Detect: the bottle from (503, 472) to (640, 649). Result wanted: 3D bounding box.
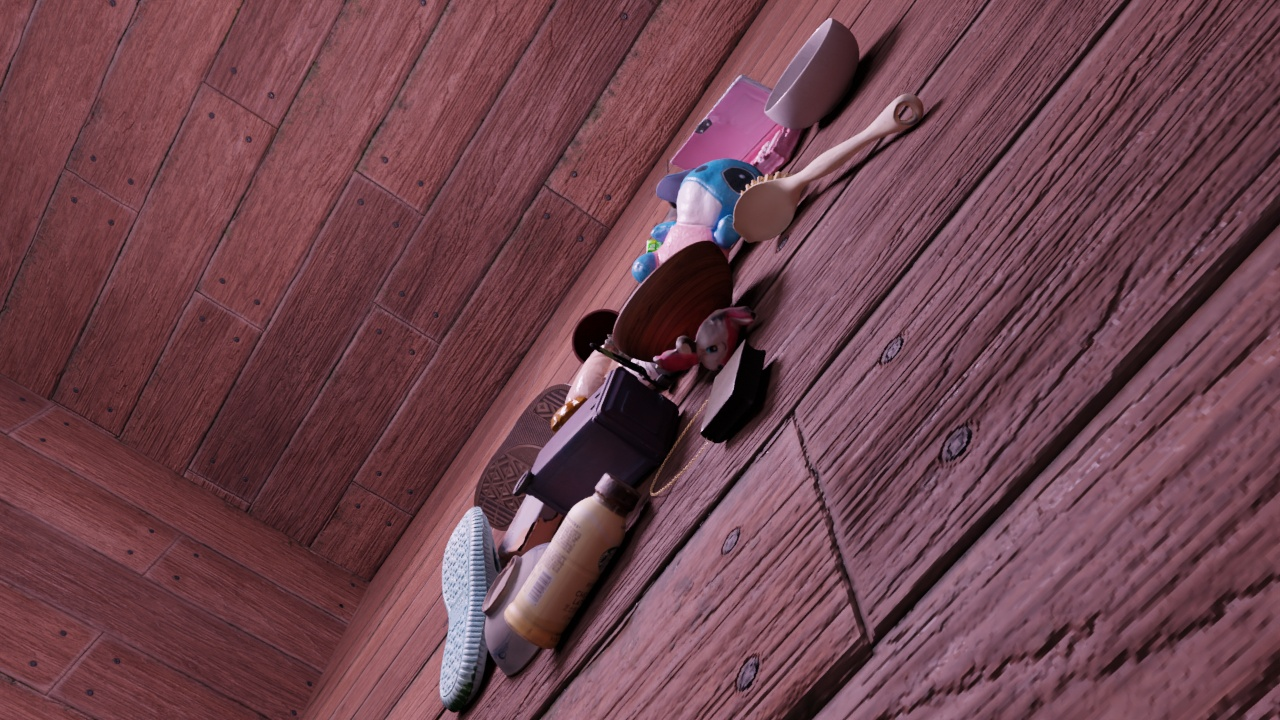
[{"bbox_3d":[-0.059,0.180,0.836,0.162,0.056,0.056,-57,10,-2],"label":"bottle"}]

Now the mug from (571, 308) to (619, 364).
[{"bbox_3d":[-0.041,-0.005,1.292,0.088,0.087,0.114,48,-146,-67],"label":"mug"}]

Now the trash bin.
[{"bbox_3d":[-0.041,0.093,0.924,0.161,0.094,0.092,-46,15,36],"label":"trash bin"}]

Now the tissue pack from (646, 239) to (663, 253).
[{"bbox_3d":[0.025,-0.120,1.300,0.114,0.034,0.100,-85,-6,-74],"label":"tissue pack"}]

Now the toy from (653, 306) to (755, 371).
[{"bbox_3d":[0.064,-0.011,0.871,0.102,0.050,0.065,-29,-12,-3],"label":"toy"}]

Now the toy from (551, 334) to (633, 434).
[{"bbox_3d":[-0.052,0.041,1.133,0.175,0.076,0.133,-49,-8,-49],"label":"toy"}]

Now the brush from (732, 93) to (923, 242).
[{"bbox_3d":[0.175,-0.186,0.887,0.273,0.062,0.077,-29,34,61],"label":"brush"}]

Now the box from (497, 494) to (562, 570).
[{"bbox_3d":[-0.124,0.178,1.205,0.215,0.063,0.157,-64,1,-32],"label":"box"}]

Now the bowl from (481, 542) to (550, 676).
[{"bbox_3d":[-0.122,0.242,0.941,0.151,0.057,0.150,-55,10,14],"label":"bowl"}]

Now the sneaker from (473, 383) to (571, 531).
[{"bbox_3d":[-0.158,0.140,1.377,0.245,0.091,0.097,-60,-9,5],"label":"sneaker"}]

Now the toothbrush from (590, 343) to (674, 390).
[{"bbox_3d":[-0.006,0.006,0.944,0.017,0.014,0.188,-43,-26,8],"label":"toothbrush"}]

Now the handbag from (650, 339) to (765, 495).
[{"bbox_3d":[0.052,0.063,0.792,0.179,0.027,0.083,-55,9,40],"label":"handbag"}]

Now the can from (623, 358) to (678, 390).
[{"bbox_3d":[0.015,0.007,1.056,0.107,0.044,0.043,-40,19,58],"label":"can"}]

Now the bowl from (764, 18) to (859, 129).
[{"bbox_3d":[0.214,-0.335,1.103,0.132,0.064,0.131,-54,10,15],"label":"bowl"}]

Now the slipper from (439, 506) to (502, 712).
[{"bbox_3d":[-0.194,0.290,1.098,0.116,0.069,0.275,-59,25,33],"label":"slipper"}]

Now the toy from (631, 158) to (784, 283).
[{"bbox_3d":[0.087,-0.160,1.097,0.224,0.099,0.191,17,75,51],"label":"toy"}]

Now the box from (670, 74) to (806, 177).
[{"bbox_3d":[0.116,-0.280,1.253,0.098,0.115,0.233,-63,11,-25],"label":"box"}]

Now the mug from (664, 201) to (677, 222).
[{"bbox_3d":[0.070,-0.199,1.235,0.085,0.111,0.081,-13,43,48],"label":"mug"}]

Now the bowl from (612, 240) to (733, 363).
[{"bbox_3d":[0.048,-0.044,0.936,0.147,0.069,0.147,-39,-19,-16],"label":"bowl"}]
